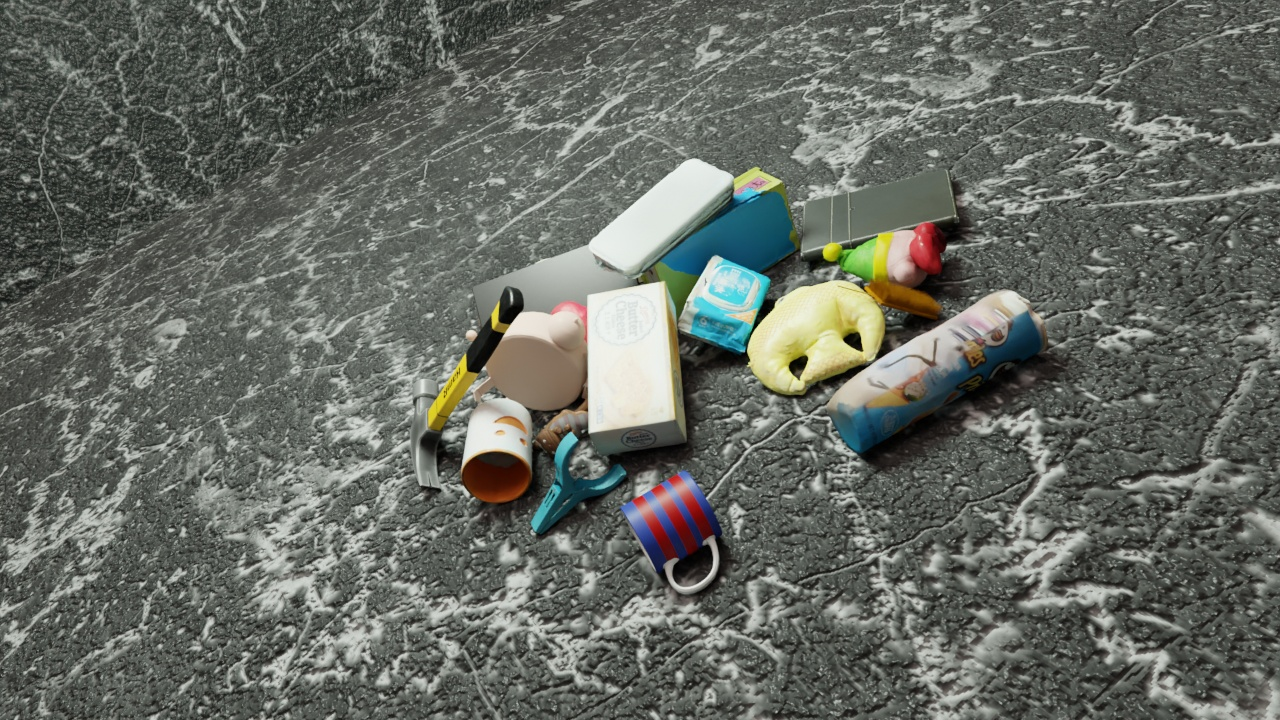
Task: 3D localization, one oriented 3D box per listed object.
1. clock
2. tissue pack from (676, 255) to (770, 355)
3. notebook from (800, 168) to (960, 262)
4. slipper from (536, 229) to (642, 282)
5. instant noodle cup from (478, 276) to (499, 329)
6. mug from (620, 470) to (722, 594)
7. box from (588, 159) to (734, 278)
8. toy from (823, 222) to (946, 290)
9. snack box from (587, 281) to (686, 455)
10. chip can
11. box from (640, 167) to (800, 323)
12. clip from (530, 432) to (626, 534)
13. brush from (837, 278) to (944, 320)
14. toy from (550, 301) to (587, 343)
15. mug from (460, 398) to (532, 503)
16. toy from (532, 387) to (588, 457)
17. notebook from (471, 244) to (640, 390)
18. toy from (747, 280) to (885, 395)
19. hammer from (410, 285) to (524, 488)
[{"bbox_3d":[-0.132,0.009,1.178,0.161,0.131,0.086,-12,36,17],"label":"clock"},{"bbox_3d":[0.109,-0.075,1.178,0.093,0.062,0.144,20,43,7],"label":"tissue pack"},{"bbox_3d":[0.327,-0.203,1.270,0.209,0.029,0.169,-9,31,19],"label":"notebook"},{"bbox_3d":[-0.063,-0.157,1.439,0.273,0.054,0.114,-10,41,22],"label":"slipper"},{"bbox_3d":[-0.164,-0.064,1.342,0.112,0.100,0.100,6,43,21],"label":"instant noodle cup"},{"bbox_3d":[0.040,0.175,0.911,0.076,0.075,0.112,-29,60,-8],"label":"mug"},{"bbox_3d":[0.028,-0.187,1.208,0.213,0.063,0.118,-38,41,-20],"label":"box"},{"bbox_3d":[0.308,-0.134,1.147,0.132,0.097,0.123,-25,22,35],"label":"toy"},{"bbox_3d":[-0.007,0.006,1.108,0.104,0.057,0.207,-10,55,10],"label":"snack box"},{"bbox_3d":[0.306,0.010,0.956,0.229,0.080,0.080,-29,34,-6],"label":"chip can"},{"bbox_3d":[0.106,-0.161,1.274,0.220,0.124,0.079,-34,37,-12],"label":"box"},{"bbox_3d":[-0.065,0.137,1.036,0.118,0.120,0.033,-3,24,-30],"label":"clip"},{"bbox_3d":[0.289,-0.077,1.068,0.126,0.017,0.048,12,27,-21],"label":"brush"},{"bbox_3d":[-0.084,-0.037,1.224,0.135,0.091,0.045,-26,-2,17],"label":"toy"},{"bbox_3d":[-0.172,0.108,1.112,0.082,0.082,0.105,-19,33,8],"label":"mug"},{"bbox_3d":[-0.090,0.081,1.137,0.101,0.041,0.055,-38,13,-6],"label":"toy"},{"bbox_3d":[-0.109,-0.063,1.276,0.231,0.019,0.169,-19,74,8],"label":"notebook"},{"bbox_3d":[0.202,-0.034,1.096,0.170,0.064,0.154,-27,45,8],"label":"toy"},{"bbox_3d":[-0.216,0.023,1.121,0.326,0.034,0.169,-49,39,41],"label":"hammer"}]
